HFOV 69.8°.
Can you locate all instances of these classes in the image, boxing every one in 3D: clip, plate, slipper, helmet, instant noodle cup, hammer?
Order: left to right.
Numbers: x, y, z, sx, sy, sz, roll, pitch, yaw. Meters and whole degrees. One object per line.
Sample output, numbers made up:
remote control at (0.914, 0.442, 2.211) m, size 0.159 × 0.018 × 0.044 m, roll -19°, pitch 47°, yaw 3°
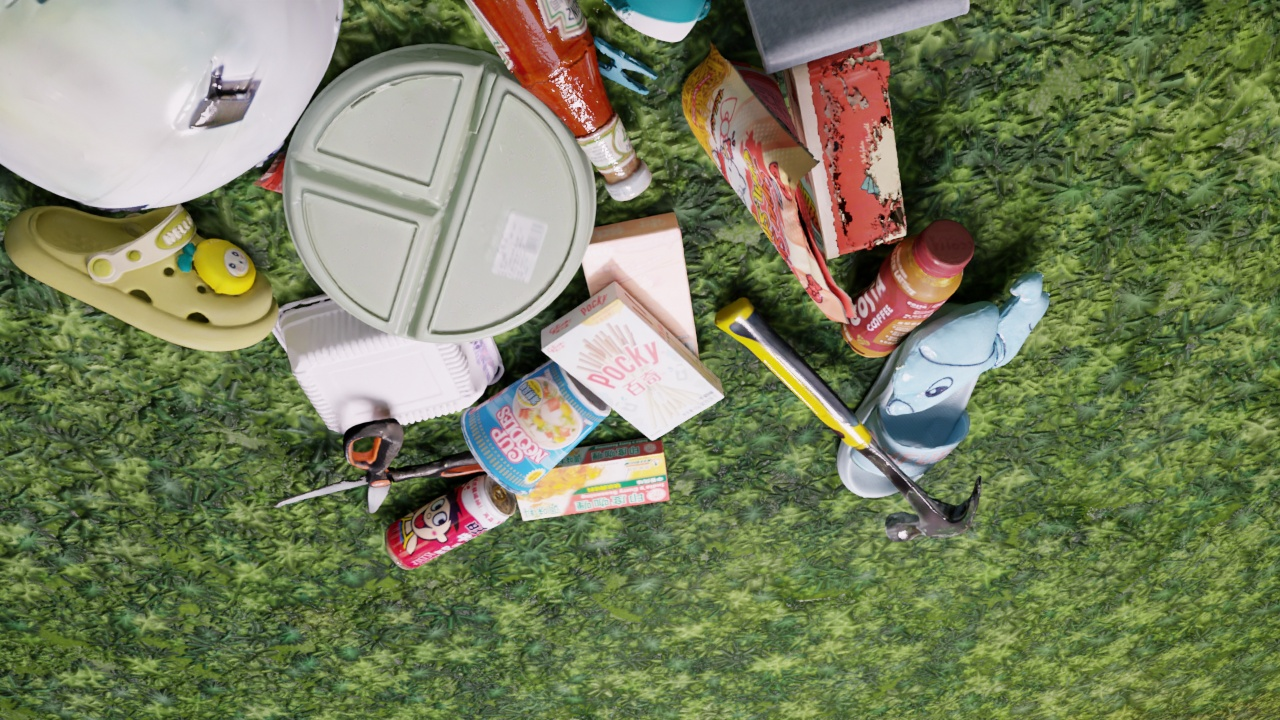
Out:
helmet at (-0.316, -0.184, 0.547) m, size 0.259 × 0.145 × 0.229 m, roll -31°, pitch 128°, yaw 19°
slipper at (-0.361, -0.074, 0.680) m, size 0.190 × 0.091 × 0.082 m, roll 23°, pitch 122°, yaw -22°
instant noodle cup at (-0.216, 0.002, 0.788) m, size 0.173 × 0.060 × 0.138 m, roll -14°, pitch 132°, yaw 3°
plate at (-0.145, -0.112, 0.677) m, size 0.230 × 0.027 × 0.230 m, roll -4°, pitch 118°, yaw -9°
instant noodle cup at (-0.090, 0.051, 0.832) m, size 0.110 × 0.099 × 0.099 m, roll -39°, pitch 126°, yaw 15°
clip at (-0.015, -0.209, 0.655) m, size 0.057 × 0.014 × 0.046 m, roll 20°, pitch 124°, yaw -23°
hammer at (0.193, 0.059, 0.846) m, size 0.323 × 0.031 × 0.126 m, roll 43°, pitch 144°, yaw -17°
slipper at (0.274, 0.051, 0.890) m, size 0.104 × 0.074 × 0.246 m, roll 3°, pitch 130°, yaw -12°

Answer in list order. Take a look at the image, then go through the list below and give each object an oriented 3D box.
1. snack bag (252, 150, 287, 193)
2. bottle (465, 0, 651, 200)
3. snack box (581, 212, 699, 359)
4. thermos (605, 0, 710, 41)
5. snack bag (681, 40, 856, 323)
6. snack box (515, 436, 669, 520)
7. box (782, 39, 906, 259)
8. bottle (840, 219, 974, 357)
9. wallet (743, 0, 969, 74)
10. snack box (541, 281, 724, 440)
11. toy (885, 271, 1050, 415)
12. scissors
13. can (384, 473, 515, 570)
snack bag at (-0.234, -0.121, 0.695) m, size 0.104 × 0.026 × 0.048 m, roll 32°, pitch 132°, yaw -31°
bottle at (-0.053, -0.197, 0.620) m, size 0.060 × 0.059 × 0.206 m, roll -25°, pitch 125°, yaw 14°
snack box at (0.001, -0.050, 0.791) m, size 0.084 × 0.026 × 0.157 m, roll -10°, pitch 132°, yaw 1°
thermos at (0.039, -0.303, 0.544) m, size 0.073 × 0.073 × 0.225 m, roll 9°, pitch 130°, yaw -15°
snack bag at (0.088, -0.128, 0.613) m, size 0.073 × 0.207 × 0.129 m, roll -21°, pitch 132°, yaw 5°
snack box at (-0.051, 0.121, 0.938) m, size 0.156 × 0.027 × 0.077 m, roll -8°, pitch 134°, yaw 0°
box at (0.154, -0.165, 0.666) m, size 0.078 × 0.091 × 0.168 m, roll -15°, pitch 132°, yaw 9°
bottle at (0.215, -0.057, 0.747) m, size 0.057 × 0.057 × 0.175 m, roll -2°, pitch 161°, yaw -6°
wallet at (0.130, -0.248, 0.589) m, size 0.130 × 0.106 × 0.037 m, roll -15°, pitch 166°, yaw 8°
snack box at (-0.005, 0.005, 0.804) m, size 0.085 × 0.026 × 0.157 m, roll -32°, pitch 129°, yaw 22°
toy at (0.277, -0.012, 0.785) m, size 0.156 × 0.049 × 0.162 m, roll 4°, pitch 128°, yaw -38°
scissors at (-0.234, 0.105, 0.860) m, size 0.230 × 0.021 × 0.221 m, roll -13°, pitch 156°, yaw -7°
can at (-0.194, 0.164, 0.939) m, size 0.133 × 0.053 × 0.053 m, roll -29°, pitch 129°, yaw 18°
